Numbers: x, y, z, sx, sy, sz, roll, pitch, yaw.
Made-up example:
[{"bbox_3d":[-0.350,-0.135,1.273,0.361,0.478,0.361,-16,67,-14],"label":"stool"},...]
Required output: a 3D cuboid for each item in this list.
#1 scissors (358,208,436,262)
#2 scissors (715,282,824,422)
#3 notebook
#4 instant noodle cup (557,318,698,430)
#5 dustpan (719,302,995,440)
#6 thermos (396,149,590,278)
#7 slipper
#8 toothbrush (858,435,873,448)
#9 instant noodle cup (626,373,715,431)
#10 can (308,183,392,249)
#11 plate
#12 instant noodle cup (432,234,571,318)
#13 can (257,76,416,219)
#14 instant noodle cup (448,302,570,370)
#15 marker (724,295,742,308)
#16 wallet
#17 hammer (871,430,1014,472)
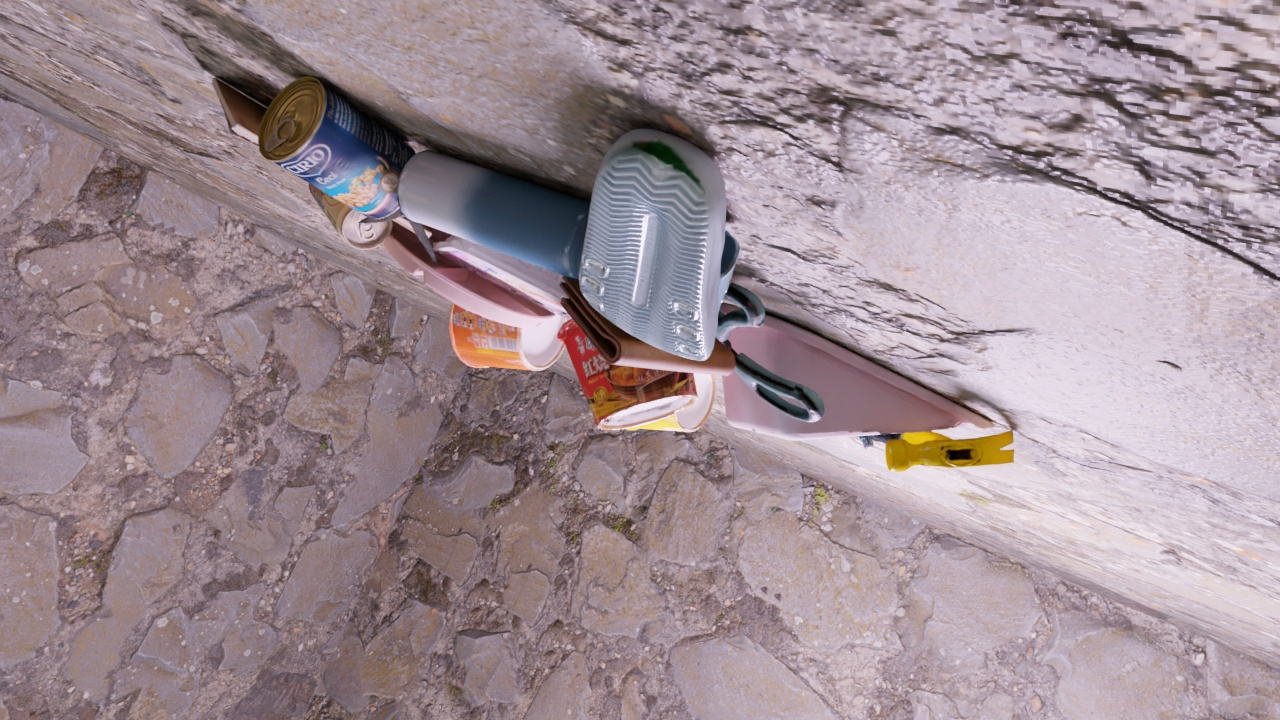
[{"bbox_3d":[-0.228,-0.150,0.888,0.159,0.014,0.180,39,-158,10],"label":"scissors"},{"bbox_3d":[0.100,0.001,0.808,0.181,0.019,0.170,45,161,2],"label":"scissors"},{"bbox_3d":[-0.317,-0.200,0.912,0.211,0.012,0.149,29,-167,-42],"label":"notebook"},{"bbox_3d":[-0.006,0.006,0.953,0.138,0.108,0.138,-15,166,-4],"label":"instant noodle cup"},{"bbox_3d":[0.188,0.003,0.937,0.273,0.139,0.223,-3,-179,-18],"label":"dustpan"},{"bbox_3d":[-0.096,-0.114,0.751,0.221,0.070,0.070,22,174,23],"label":"thermos"},{"bbox_3d":[0.016,-0.078,0.613,0.104,0.074,0.246,24,158,9],"label":"slipper"},{"bbox_3d":[0.248,0.077,1.013,0.016,0.018,0.191,-18,178,13],"label":"toothbrush"},{"bbox_3d":[0.037,0.042,1.348,0.110,0.138,0.138,9,166,37],"label":"instant noodle cup"},{"bbox_3d":[-0.314,-0.171,0.993,0.058,0.058,0.116,30,-168,-49],"label":"can"},{"bbox_3d":[-0.203,-0.104,1.072,0.229,0.028,0.229,30,-166,-9],"label":"plate"},{"bbox_3d":[-0.124,-0.105,0.977,0.173,0.060,0.138,28,174,-23],"label":"instant noodle cup"},{"bbox_3d":[-0.249,-0.175,0.770,0.075,0.075,0.111,20,174,36],"label":"can"},{"bbox_3d":[-0.175,-0.054,1.277,0.111,0.151,0.151,12,169,29],"label":"instant noodle cup"},{"bbox_3d":[0.059,-0.068,0.796,0.124,0.015,0.018,24,166,-31],"label":"marker"},{"bbox_3d":[0.001,-0.031,0.769,0.130,0.035,0.119,5,-143,-42],"label":"wallet"},{"bbox_3d":[0.291,0.084,0.970,0.129,0.033,0.300,-2,180,0],"label":"hammer"}]
